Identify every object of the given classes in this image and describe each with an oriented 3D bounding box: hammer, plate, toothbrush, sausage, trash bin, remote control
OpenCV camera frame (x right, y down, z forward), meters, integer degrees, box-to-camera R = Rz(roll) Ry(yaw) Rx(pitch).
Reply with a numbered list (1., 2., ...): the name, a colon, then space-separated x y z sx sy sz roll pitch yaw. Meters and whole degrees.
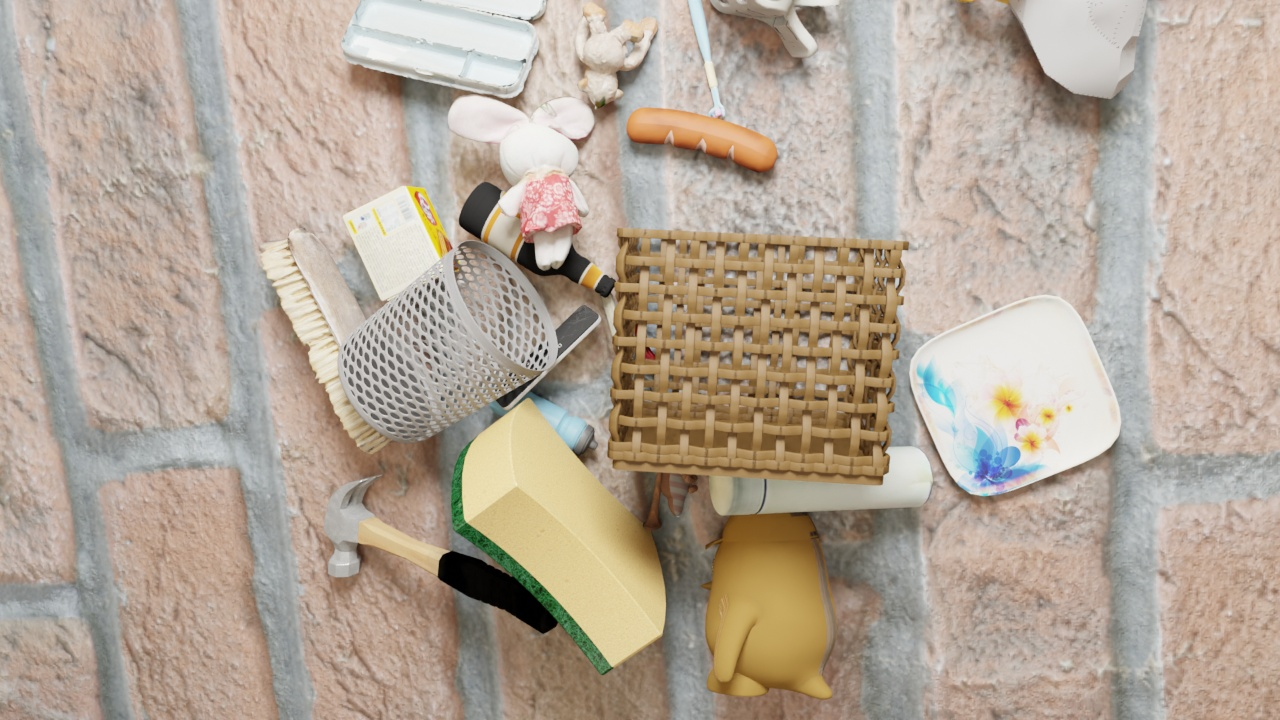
1. hammer: -0.227 0.222 1.018 0.329 0.039 0.131 15 104 29
2. plate: 0.397 0.038 0.979 0.187 0.016 0.187 -24 94 10
3. toothbrush: 0.067 -0.333 0.975 0.022 0.016 0.155 -6 99 47
4. sausage: 0.066 -0.238 0.977 0.164 0.039 0.044 15 102 6
5. trash bin: -0.209 -0.013 0.979 0.184 0.156 0.156 -32 92 22
6. remote control: -0.104 -0.004 1.013 0.146 0.045 0.008 -44 126 -6

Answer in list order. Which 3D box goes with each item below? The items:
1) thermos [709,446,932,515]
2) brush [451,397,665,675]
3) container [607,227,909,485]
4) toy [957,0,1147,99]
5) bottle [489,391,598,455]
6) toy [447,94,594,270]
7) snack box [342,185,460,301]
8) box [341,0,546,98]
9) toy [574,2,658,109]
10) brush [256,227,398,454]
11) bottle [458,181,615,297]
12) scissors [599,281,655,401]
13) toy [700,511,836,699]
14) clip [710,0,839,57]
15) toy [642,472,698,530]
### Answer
1. thermos: 0.187 0.124 0.953 0.230 0.068 0.068 1 98 -16
2. brush: -0.080 0.174 0.947 0.075 0.194 0.250 -37 108 11
3. container: 0.106 -0.016 0.902 0.251 0.219 0.214 3 98 3
4. toy: 0.438 -0.375 0.863 0.267 0.141 0.247 -4 99 -9
5. bottle: -0.107 0.068 1.042 0.130 0.040 0.040 28 100 3
6. toy: -0.104 -0.192 0.955 0.159 0.084 0.194 -11 79 -23
7. snack box: -0.264 -0.130 1.026 0.084 0.061 0.106 -24 94 10
8. box: -0.206 -0.387 0.995 0.210 0.061 0.192 12 81 5
9. toy: -0.030 -0.318 0.972 0.085 0.074 0.106 10 103 -7
10. brush: -0.342 -0.022 1.041 0.057 0.083 0.271 -26 94 10
11. bottle: -0.108 -0.125 1.006 0.181 0.059 0.059 32 101 3
12. scissors: 0.000 0.001 1.032 0.188 0.015 0.146 44 100 -2
13. toy: 0.131 0.246 0.986 0.163 0.198 0.203 -4 83 36
14. clip: 0.123 -0.364 0.917 0.143 0.124 0.074 24 103 -23
15. toy: 0.037 0.142 1.033 0.055 0.041 0.102 9 95 15
